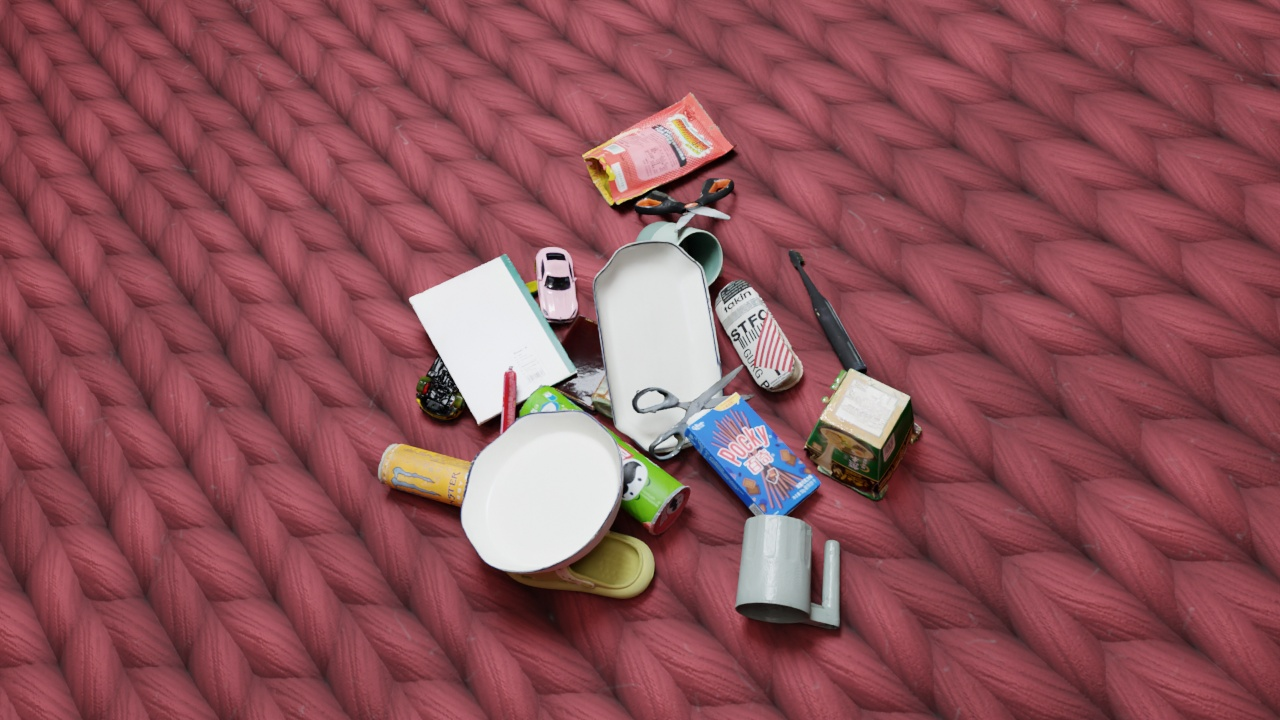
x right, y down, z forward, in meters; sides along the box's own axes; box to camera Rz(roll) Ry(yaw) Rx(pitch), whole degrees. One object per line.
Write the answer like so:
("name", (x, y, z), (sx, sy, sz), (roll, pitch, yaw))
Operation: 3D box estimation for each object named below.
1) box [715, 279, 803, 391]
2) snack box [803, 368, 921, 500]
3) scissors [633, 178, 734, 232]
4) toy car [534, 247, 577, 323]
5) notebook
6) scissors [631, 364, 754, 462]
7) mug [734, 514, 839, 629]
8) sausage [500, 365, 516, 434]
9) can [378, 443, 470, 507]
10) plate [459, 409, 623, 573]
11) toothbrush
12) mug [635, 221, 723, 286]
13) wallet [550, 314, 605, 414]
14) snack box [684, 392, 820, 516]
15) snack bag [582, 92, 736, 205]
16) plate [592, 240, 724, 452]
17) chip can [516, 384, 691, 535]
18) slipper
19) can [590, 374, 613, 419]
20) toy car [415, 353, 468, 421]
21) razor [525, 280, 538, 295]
("box", (0.156, -0.028, 1.215), (0.074, 0.079, 0.163), (-39, 61, 19))
("snack box", (0.267, 0.080, 1.098), (0.117, 0.106, 0.118), (27, 70, 20))
("scissors", (0.073, -0.220, 1.277), (0.223, 0.022, 0.221), (-31, 28, -35))
("toy car", (-0.118, -0.108, 1.291), (0.056, 0.037, 0.122), (-1, 61, -14))
("notebook", (-0.200, -0.033, 1.239), (0.150, 0.012, 0.209), (-28, 70, -13))
("scissors", (0.064, 0.060, 1.153), (0.159, 0.014, 0.171), (27, 76, -24))
("mug", (0.172, 0.243, 1.048), (0.124, 0.084, 0.103), (16, 61, -13))
("sausage", (-0.172, 0.084, 1.183), (0.020, 0.020, 0.156), (3, 89, 10))
("can", (-0.256, 0.149, 1.168), (0.146, 0.058, 0.058), (12, 64, 15))
("plate", (-0.110, 0.154, 1.069), (0.205, 0.045, 0.204), (-13, 54, 19))
("toothbrush", (0.246, -0.067, 1.228), (0.027, 0.026, 0.212), (0, 53, -32))
("mug", (0.058, -0.141, 1.257), (0.106, 0.111, 0.082), (25, 97, 54))
("wallet", (-0.073, 0.003, 1.242), (0.096, 0.020, 0.122), (24, 67, 16))
("snack box", (0.136, 0.120, 1.120), (0.084, 0.026, 0.157), (-34, 70, -24))
("snack bag", (0.026, -0.315, 1.378), (0.207, 0.073, 0.128), (-30, 66, -14))
("plate", (0.019, -0.018, 1.160), (0.161, 0.034, 0.265), (-11, 92, -25))
("chip can", (-0.050, 0.121, 1.144), (0.236, 0.072, 0.072), (34, 72, 24))
("slipper", (-0.077, 0.225, 1.088), (0.191, 0.082, 0.091), (10, 61, 11))
("can", (-0.007, 0.007, 1.207), (0.058, 0.058, 0.147), (22, 67, 19))
("toy car", (-0.247, 0.009, 1.250), (0.071, 0.041, 0.155), (21, 69, 7))
("razor", (-0.187, -0.081, 1.302), (0.132, 0.028, 0.043), (-31, 58, -11))
